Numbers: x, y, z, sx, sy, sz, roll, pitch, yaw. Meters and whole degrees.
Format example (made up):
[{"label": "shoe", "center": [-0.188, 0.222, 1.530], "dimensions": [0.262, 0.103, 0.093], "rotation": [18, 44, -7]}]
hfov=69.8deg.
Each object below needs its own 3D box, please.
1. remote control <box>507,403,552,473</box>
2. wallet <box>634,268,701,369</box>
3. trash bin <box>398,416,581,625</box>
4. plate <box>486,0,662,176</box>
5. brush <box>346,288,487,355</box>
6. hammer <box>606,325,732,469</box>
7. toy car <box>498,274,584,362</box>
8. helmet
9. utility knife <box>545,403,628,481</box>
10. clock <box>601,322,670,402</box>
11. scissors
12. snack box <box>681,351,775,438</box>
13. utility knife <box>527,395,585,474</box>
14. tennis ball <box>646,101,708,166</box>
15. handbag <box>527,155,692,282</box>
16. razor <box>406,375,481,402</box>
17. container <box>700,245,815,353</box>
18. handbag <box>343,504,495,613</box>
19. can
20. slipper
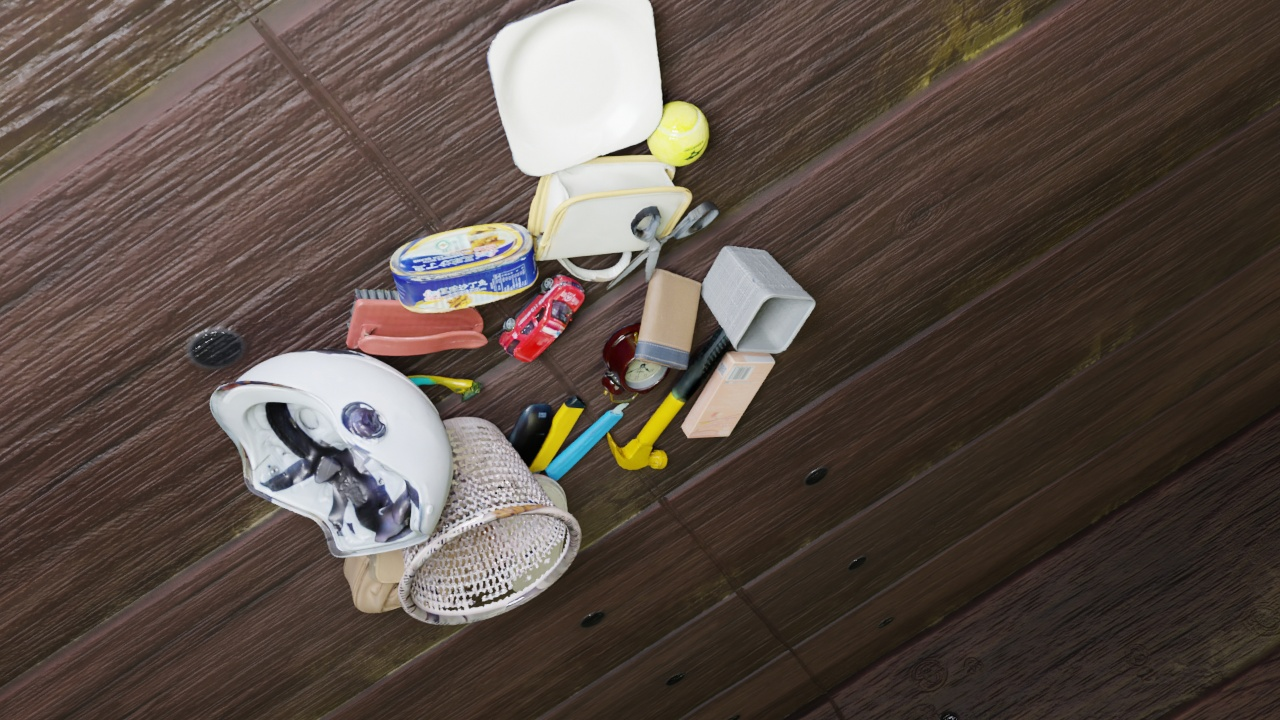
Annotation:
[{"label": "remote control", "center": [-0.156, 0.112, 1.244], "dimensions": [0.053, 0.024, 0.137], "rotation": [-1, 133, -36]}, {"label": "wallet", "center": [0.034, -0.050, 1.143], "dimensions": [0.090, 0.033, 0.115], "rotation": [12, 88, -44]}, {"label": "trash bin", "center": [-0.213, 0.186, 1.146], "dimensions": [0.227, 0.192, 0.228], "rotation": [-19, 141, -16]}, {"label": "plate", "center": [-0.061, -0.266, 0.874], "dimensions": [0.163, 0.034, 0.164], "rotation": [-22, 138, -12]}, {"label": "brush", "center": [-0.237, -0.036, 0.985], "dimensions": [0.145, 0.069, 0.063], "rotation": [-2, 134, -34]}, {"label": "hammer", "center": [0.056, 0.049, 1.314], "dimensions": [0.128, 0.033, 0.301], "rotation": [10, 127, -42]}, {"label": "toy car", "center": [-0.114, -0.048, 1.079], "dimensions": [0.121, 0.045, 0.053], "rotation": [-48, 141, 16]}, {"label": "helmet", "center": [-0.304, 0.079, 0.973], "dimensions": [0.258, 0.145, 0.230], "rotation": [47, 134, -15]}, {"label": "utility knife", "center": [-0.076, 0.114, 1.307], "dimensions": [0.162, 0.018, 0.034], "rotation": [-43, 147, 12]}, {"label": "clock", "center": [-0.007, 0.007, 1.203], "dimensions": [0.082, 0.055, 0.122], "rotation": [-1, 130, -35]}, {"label": "scissors", "center": [0.017, -0.128, 1.028], "dimensions": [0.179, 0.014, 0.159], "rotation": [-28, 159, 18]}, {"label": "snack box", "center": [0.130, 0.052, 1.373], "dimensions": [0.084, 0.026, 0.158], "rotation": [1, 132, -36]}, {"label": "utility knife", "center": [-0.127, 0.116, 1.275], "dimensions": [0.033, 0.015, 0.193], "rotation": [10, 128, -33]}, {"label": "tennis ball", "center": [0.039, -0.236, 0.956], "dimensions": [0.065, 0.065, 0.066], "rotation": [-19, 141, -16]}, {"label": "handbag", "center": [-0.046, -0.148, 1.013], "dimensions": [0.163, 0.063, 0.179], "rotation": [-9, 152, -27]}, {"label": "razor", "center": [-0.254, 0.032, 1.082], "dimensions": [0.132, 0.028, 0.043], "rotation": [2, 164, -39]}, {"label": "container", "center": [0.142, -0.080, 1.161], "dimensions": [0.090, 0.114, 0.090], "rotation": [2, 131, -36]}, {"label": "handbag", "center": [-0.297, 0.273, 1.262], "dimensions": [0.204, 0.099, 0.148], "rotation": [-14, 136, -28]}, {"label": "can", "center": [-0.181, -0.097, 0.949], "dimensions": [0.148, 0.074, 0.049], "rotation": [-13, 138, -10]}, {"label": "slipper", "center": [-0.167, 0.253, 1.369], "dimensions": [0.114, 0.054, 0.275], "rotation": [-17, 138, -18]}]
